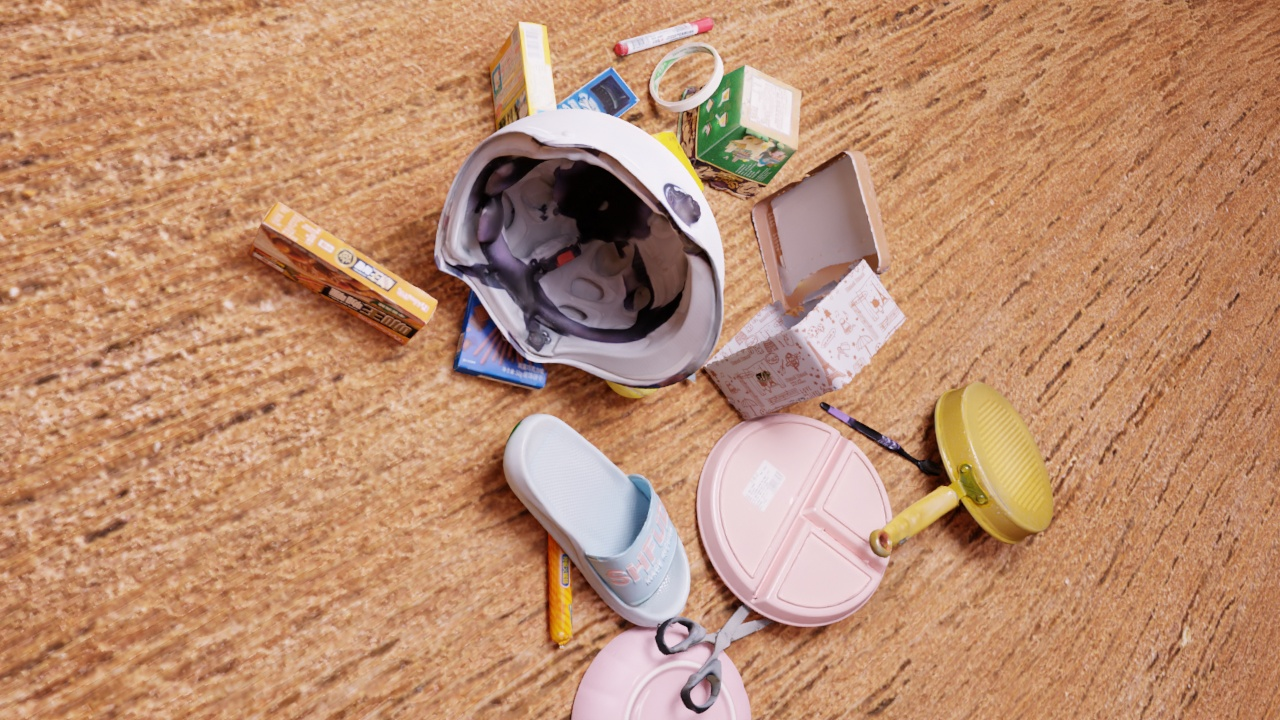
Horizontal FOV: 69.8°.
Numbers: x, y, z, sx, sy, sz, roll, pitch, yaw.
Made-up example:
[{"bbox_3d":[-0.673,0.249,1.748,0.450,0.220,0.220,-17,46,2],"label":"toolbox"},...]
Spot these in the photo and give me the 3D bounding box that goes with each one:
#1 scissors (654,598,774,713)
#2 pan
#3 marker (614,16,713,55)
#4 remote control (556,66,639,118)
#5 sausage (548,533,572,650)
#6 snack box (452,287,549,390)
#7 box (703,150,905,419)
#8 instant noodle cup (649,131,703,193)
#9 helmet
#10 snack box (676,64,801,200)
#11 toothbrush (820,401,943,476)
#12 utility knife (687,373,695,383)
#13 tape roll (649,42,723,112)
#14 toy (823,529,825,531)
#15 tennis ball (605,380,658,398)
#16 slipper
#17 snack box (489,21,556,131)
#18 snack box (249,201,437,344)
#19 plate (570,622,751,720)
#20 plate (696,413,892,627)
[{"bbox_3d":[0.077,0.272,0.882,0.164,0.014,0.164,34,43,-29],"label":"scissors"},{"bbox_3d":[0.366,0.143,1.050,0.356,0.078,0.197,-19,79,-51],"label":"pan"},{"bbox_3d":[0.029,-0.377,1.065,0.145,0.017,0.017,-28,91,-32],"label":"marker"},{"bbox_3d":[-0.055,-0.267,0.983,0.049,0.024,0.124,51,60,-8],"label":"remote control"},{"bbox_3d":[-0.075,0.182,0.849,0.021,0.022,0.165,5,74,-28],"label":"sausage"},{"bbox_3d":[-0.120,-0.057,0.876,0.084,0.026,0.157,15,75,-21],"label":"snack box"},{"bbox_3d":[0.178,-0.071,0.969,0.136,0.180,0.269,23,67,-22],"label":"box"},{"bbox_3d":[-0.009,-0.174,0.938,0.123,0.116,0.116,-31,93,-43],"label":"instant noodle cup"},{"bbox_3d":[-0.034,-0.109,0.803,0.258,0.230,0.145,36,43,-13],"label":"helmet"},{"bbox_3d":[0.119,-0.263,1.031,0.118,0.106,0.117,16,68,-26],"label":"snack box"},{"bbox_3d":[0.286,0.093,1.080,0.189,0.017,0.014,29,64,-18],"label":"toothbrush"},{"bbox_3d":[-0.030,-0.041,0.938,0.223,0.015,0.033,34,62,-15],"label":"utility knife"},{"bbox_3d":[0.051,-0.317,1.024,0.014,0.086,0.085,39,55,-52],"label":"tape roll"},{"bbox_3d":[0.223,0.182,1.012,0.091,0.030,0.096,-40,100,-28],"label":"toy"},{"bbox_3d":[-0.005,0.005,0.911,0.065,0.066,0.065,8,72,-27],"label":"tennis ball"},{"bbox_3d":[-0.026,0.142,0.839,0.245,0.074,0.103,50,49,-22],"label":"slipper"},{"bbox_3d":[-0.115,-0.249,0.907,0.033,0.087,0.140,1,76,-29],"label":"snack box"},{"bbox_3d":[-0.254,-0.071,0.787,0.153,0.075,0.026,33,62,-18],"label":"snack box"},{"bbox_3d":[0.029,0.341,0.853,0.192,0.039,0.192,8,72,-27],"label":"plate"},{"bbox_3d":[0.169,0.161,0.964,0.229,0.028,0.229,7,66,-17],"label":"plate"}]
